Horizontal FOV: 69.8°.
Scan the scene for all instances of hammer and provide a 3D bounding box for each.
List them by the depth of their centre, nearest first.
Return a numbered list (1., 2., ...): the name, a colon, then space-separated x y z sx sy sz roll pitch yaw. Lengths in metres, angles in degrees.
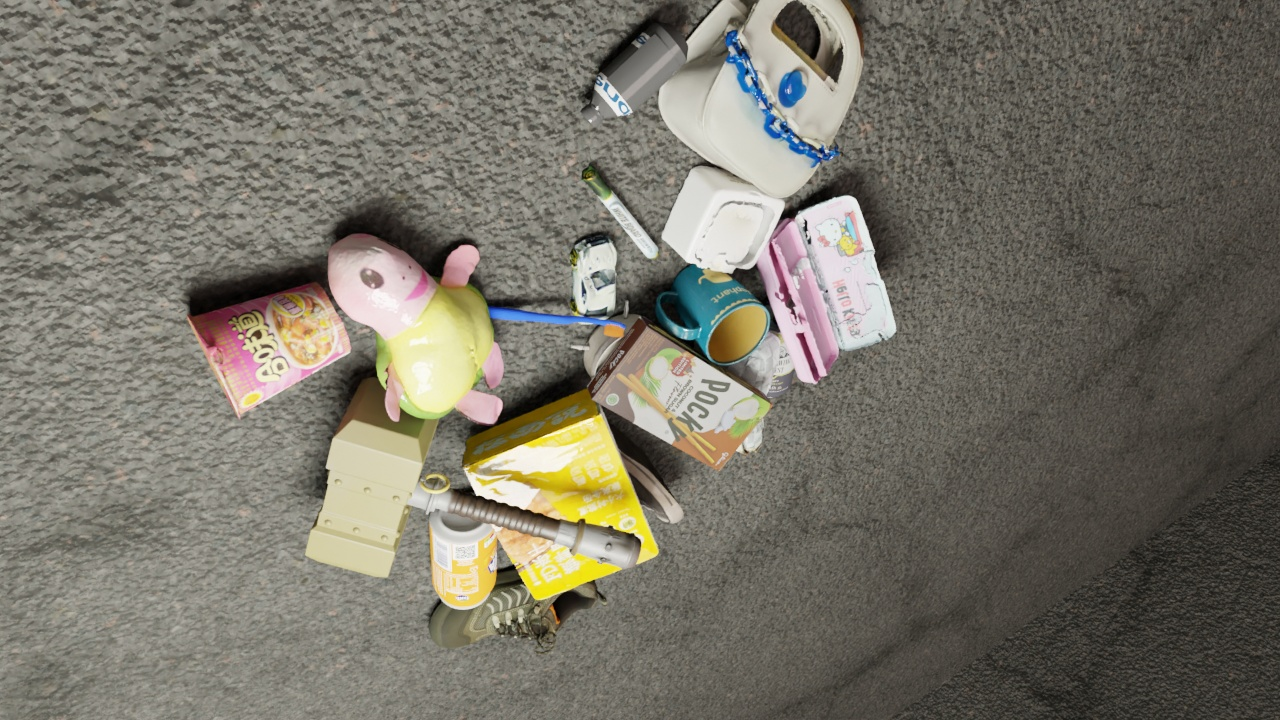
1. hammer: -0.156 0.157 0.948 0.324 0.100 0.191 18 120 -10

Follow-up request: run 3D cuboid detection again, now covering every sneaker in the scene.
1. sneaker: -0.035 0.170 1.177 0.120 0.095 0.234 -39 143 6
2. sneaker: -0.151 0.347 1.219 0.237 0.143 0.101 -26 139 -14

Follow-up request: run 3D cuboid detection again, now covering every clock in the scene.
1. clock: -0.006 0.007 1.067 0.103 0.061 0.157 -39 133 1

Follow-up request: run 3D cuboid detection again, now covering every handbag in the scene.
1. handbag: 0.136 -0.271 0.890 0.200 0.093 0.200 22 106 -45
2. handbag: 0.099 0.034 1.121 0.123 0.112 0.172 -37 145 -43

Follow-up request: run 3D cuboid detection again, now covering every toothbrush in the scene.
1. toothbrush: -0.099 -0.041 0.960 0.182 0.018 0.016 5 166 -24

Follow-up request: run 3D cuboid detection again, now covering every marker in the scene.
1. marker: -0.018 -0.149 0.943 0.017 0.017 0.146 -41 140 4

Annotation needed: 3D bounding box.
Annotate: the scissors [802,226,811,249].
1. scissors: 0.215 -0.109 1.156 0.078 0.032 0.176 -25 140 -21

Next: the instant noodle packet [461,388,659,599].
1. instant noodle packet: -0.087 0.165 1.056 0.163 0.084 0.222 -22 113 -2

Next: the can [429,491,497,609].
1. can: -0.214 0.232 1.113 0.079 0.079 0.143 -15 135 -25

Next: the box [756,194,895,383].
1. box: 0.213 -0.085 1.095 0.149 0.073 0.202 -32 118 -15

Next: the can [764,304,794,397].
1. can: 0.169 -0.015 1.169 0.064 0.064 0.128 -18 136 -22

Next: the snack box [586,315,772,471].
1. snack box: 0.046 0.040 1.027 0.186 0.031 0.101 31 105 -25

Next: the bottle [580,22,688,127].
1. bottle: -0.007 -0.255 0.827 0.112 0.047 0.047 -42 140 6

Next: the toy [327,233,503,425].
1. toy: -0.199 -0.024 0.858 0.238 0.088 0.189 50 54 -46

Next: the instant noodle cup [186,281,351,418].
1. instant noodle cup: -0.319 -0.016 0.799 0.108 0.098 0.098 -27 140 -25

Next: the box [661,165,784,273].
1. box: 0.093 -0.144 0.985 0.107 0.076 0.103 3 124 -35

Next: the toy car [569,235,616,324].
1. toy car: -0.048 -0.082 0.974 0.048 0.033 0.106 -17 135 -21

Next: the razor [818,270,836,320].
1. razor: 0.254 -0.092 1.165 0.052 0.047 0.143 -28 141 -3

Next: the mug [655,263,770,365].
1. mug: 0.071 -0.056 1.028 0.112 0.104 0.085 -10 133 -26
